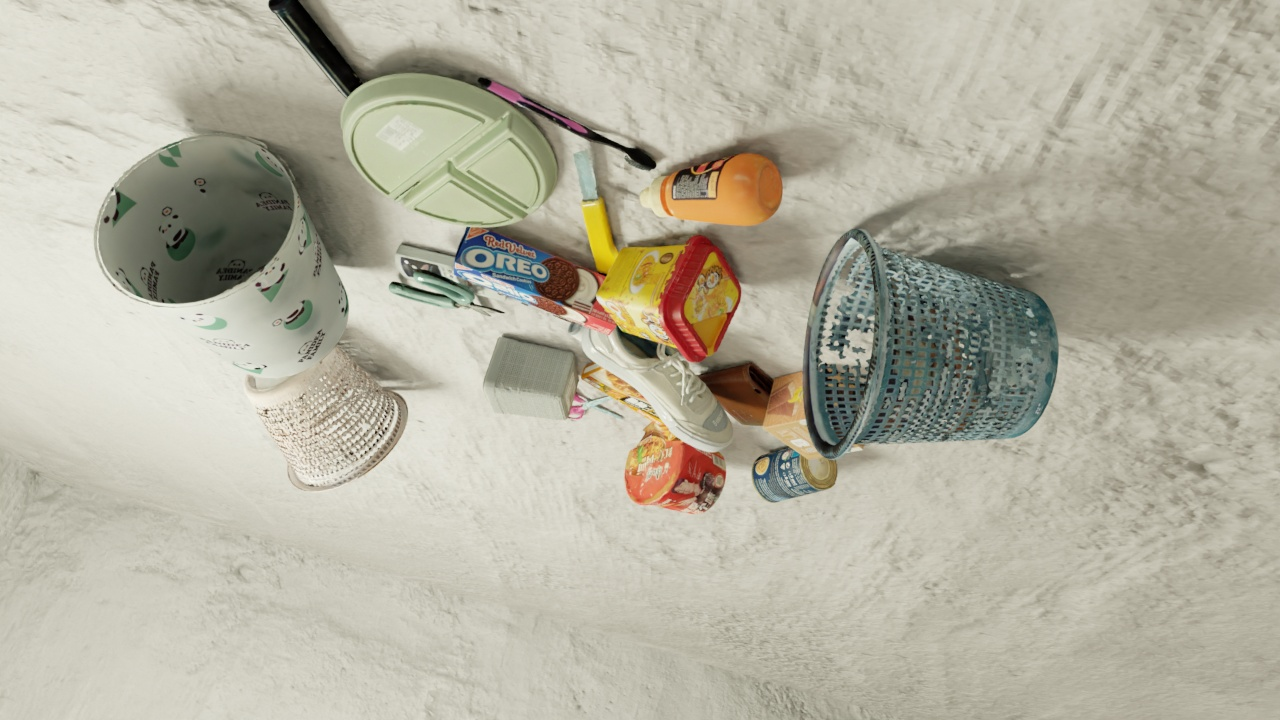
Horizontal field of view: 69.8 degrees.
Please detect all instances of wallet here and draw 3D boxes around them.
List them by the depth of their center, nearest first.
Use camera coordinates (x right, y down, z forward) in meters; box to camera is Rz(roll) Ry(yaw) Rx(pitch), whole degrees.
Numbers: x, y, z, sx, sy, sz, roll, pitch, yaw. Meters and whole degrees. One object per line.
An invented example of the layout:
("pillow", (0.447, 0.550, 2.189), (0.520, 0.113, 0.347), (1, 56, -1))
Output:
("wallet", (0.142, 0.049, 1.249), (0.101, 0.032, 0.124), (-10, 140, 46))

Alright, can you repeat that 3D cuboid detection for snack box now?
("snack box", (-0.119, -0.095, 1.092), (0.207, 0.057, 0.058), (22, 166, -7))
("snack box", (0.229, 0.068, 1.184), (0.092, 0.076, 0.095), (34, 148, -28))
("snack box", (-0.004, 0.044, 1.323), (0.153, 0.026, 0.075), (32, 149, -26))

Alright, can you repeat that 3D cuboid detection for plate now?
("plate", (-0.201, -0.208, 0.958), (0.230, 0.027, 0.230), (8, 154, 4))

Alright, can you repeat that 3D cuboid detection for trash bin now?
("trash bin", (0.286, -0.006, 0.909), (0.195, 0.226, 0.227), (6, 153, -6))
("trash bin", (-0.490, -0.108, 1.131), (0.230, 0.229, 0.252), (13, 156, 8))
("trash bin", (-0.524, 0.069, 1.489), (0.228, 0.226, 0.192), (0, 135, 30))

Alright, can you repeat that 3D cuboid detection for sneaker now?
("sneaker", (0.041, 0.018, 1.178), (0.242, 0.089, 0.091), (40, 136, -9))

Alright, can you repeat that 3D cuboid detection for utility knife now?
("utility knife", (-0.045, -0.155, 1.002), (0.033, 0.015, 0.231), (11, 153, 12))

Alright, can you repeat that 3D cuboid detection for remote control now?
("remote control", (-0.243, -0.112, 1.184), (0.150, 0.021, 0.058), (13, 152, 7))

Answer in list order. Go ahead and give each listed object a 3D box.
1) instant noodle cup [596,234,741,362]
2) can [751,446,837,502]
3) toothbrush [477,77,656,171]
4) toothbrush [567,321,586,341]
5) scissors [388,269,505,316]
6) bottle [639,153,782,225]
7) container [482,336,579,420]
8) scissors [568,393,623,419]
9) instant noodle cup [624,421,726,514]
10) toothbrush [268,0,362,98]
("instant noodle cup", (0.029, -0.073, 1.021), (0.124, 0.115, 0.116), (11, 154, 36))
("can", (0.228, 0.165, 1.358), (0.075, 0.075, 0.111), (30, 149, -23))
("toothbrush", (-0.070, -0.228, 0.890), (0.189, 0.014, 0.018), (24, 163, -11))
("toothbrush", (-0.008, 0.007, 1.261), (0.221, 0.026, 0.026), (34, 106, -28))
("scissors", (-0.271, -0.090, 1.203), (0.170, 0.019, 0.175), (10, 170, 21))
("bottle", (0.061, -0.162, 0.890), (0.150, 0.066, 0.067), (3, 150, 38))
("container", (-0.154, 0.029, 1.319), (0.114, 0.090, 0.090), (9, 151, 9))
("scissors", (-0.088, 0.070, 1.431), (0.133, 0.017, 0.136), (23, 149, -18))
("instant noodle cup", (0.059, 0.172, 1.414), (0.108, 0.137, 0.138), (26, 152, -33))
("toothbrush", (-0.292, -0.275, 0.916), (0.027, 0.026, 0.213), (-13, 145, 15))
